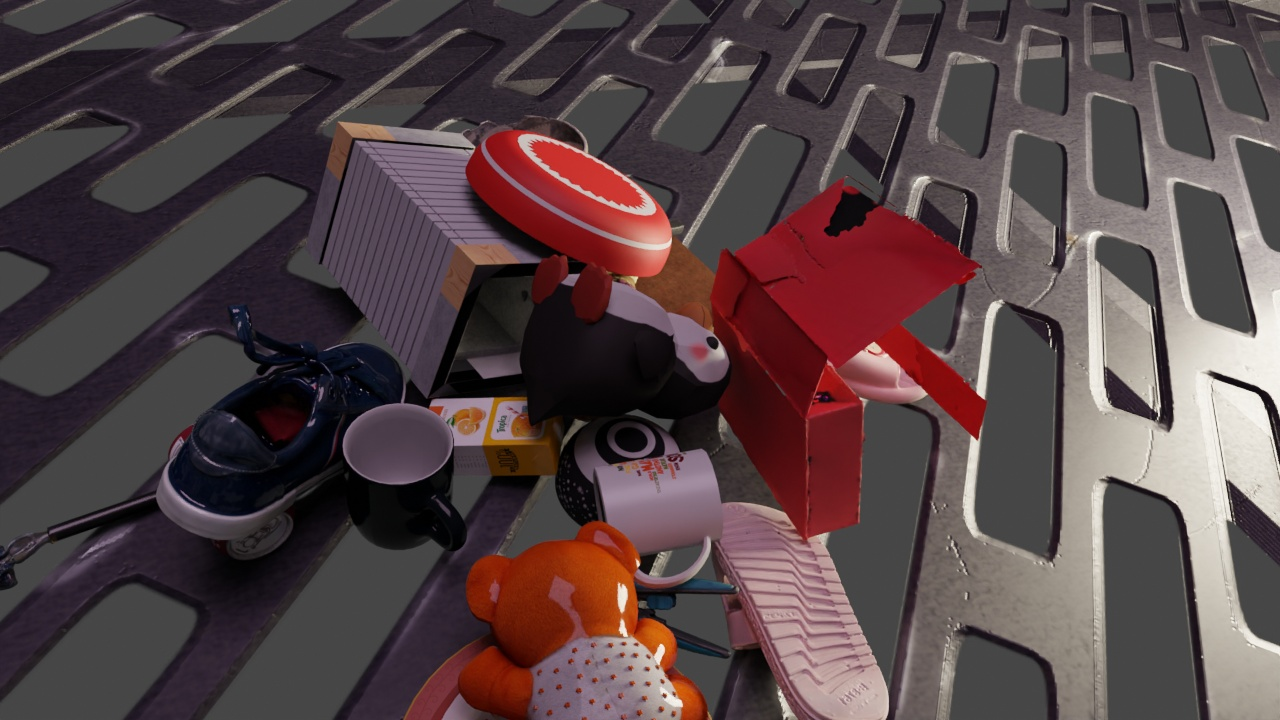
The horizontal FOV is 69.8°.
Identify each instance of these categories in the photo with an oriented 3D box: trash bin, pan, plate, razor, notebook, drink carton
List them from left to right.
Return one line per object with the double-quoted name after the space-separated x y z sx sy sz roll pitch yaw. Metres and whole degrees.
-0.428 0.127 0.713 0.144 0.022 0.043 -25 55 -33 "razor"
-0.191 -0.104 0.894 0.142 0.143 0.247 -8 44 -47 "trash bin"
-0.134 0.067 0.810 0.122 0.040 0.058 -2 43 7 "drink carton"
-0.055 0.284 0.631 0.229 0.021 0.229 6 43 -6 "plate"
-0.028 -0.159 0.941 0.209 0.067 0.355 39 24 20 "pan"
-0.014 -0.067 1.011 0.224 0.024 0.167 -22 54 -31 "notebook"

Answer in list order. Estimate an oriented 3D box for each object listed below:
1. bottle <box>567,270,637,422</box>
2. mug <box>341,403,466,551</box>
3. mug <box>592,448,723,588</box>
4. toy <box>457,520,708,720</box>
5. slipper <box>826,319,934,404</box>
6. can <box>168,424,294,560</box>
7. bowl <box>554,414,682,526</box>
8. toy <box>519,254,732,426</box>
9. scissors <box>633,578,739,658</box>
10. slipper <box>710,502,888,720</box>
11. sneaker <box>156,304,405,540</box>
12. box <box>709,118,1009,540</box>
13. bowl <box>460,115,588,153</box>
-0.035 -0.024 0.889 0.059 0.060 0.165 14 68 2 "bottle"
-0.182 0.107 0.736 0.121 0.095 0.085 37 49 24 "mug"
0.016 0.127 0.724 0.089 0.074 0.105 -9 57 -8 "mug"
-0.045 0.206 0.641 0.163 0.093 0.172 -12 61 -21 "toy"
0.208 -0.018 0.980 0.221 0.056 0.106 16 42 -4 "slipper"
-0.327 0.101 0.733 0.063 0.063 0.114 -24 54 -32 "can"
-0.013 0.091 0.812 0.120 0.066 0.120 6 43 -6 "bowl"
-0.005 0.005 0.795 0.184 0.140 0.159 16 3 -35 "toy"
0.011 0.192 0.720 0.149 0.019 0.123 -32 75 9 "scissors"
0.116 0.205 0.724 0.094 0.064 0.239 1 31 -17 "slipper"
-0.263 0.020 0.738 0.120 0.127 0.294 32 20 -1 "sneaker"
0.141 -0.034 0.772 0.121 0.319 0.211 7 26 -22 "box"
-0.148 -0.217 1.091 0.178 0.081 0.178 -4 39 3 "bowl"
